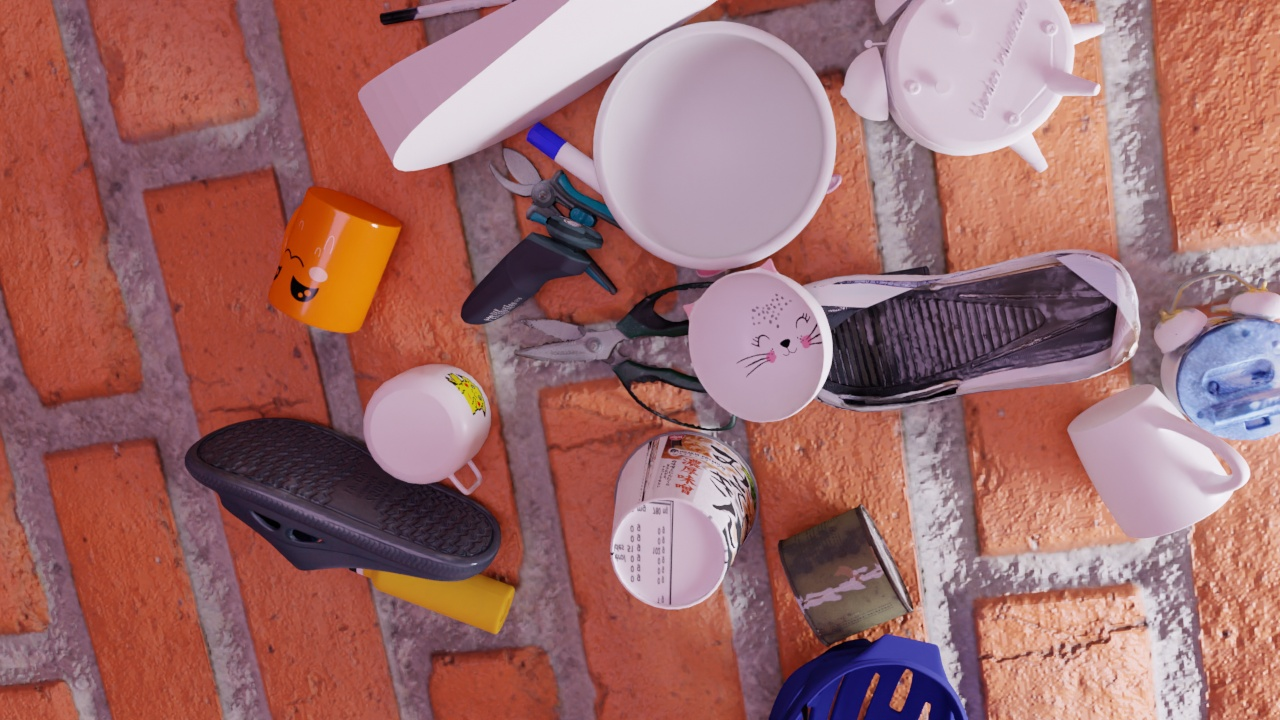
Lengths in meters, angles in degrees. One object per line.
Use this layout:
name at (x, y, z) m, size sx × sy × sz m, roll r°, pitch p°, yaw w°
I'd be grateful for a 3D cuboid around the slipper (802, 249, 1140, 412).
slipper at (0.224, -0.023, 0.685) m, size 0.264 × 0.063 × 0.111 m, roll -9°, pitch 99°, yaw 33°

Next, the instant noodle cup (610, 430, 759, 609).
instant noodle cup at (0.029, 0.129, 0.720) m, size 0.124 × 0.121 × 0.124 m, roll 2°, pitch 100°, yaw 9°

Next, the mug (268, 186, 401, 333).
mug at (-0.262, -0.090, 0.761) m, size 0.113 × 0.077 × 0.096 m, roll 35°, pitch 105°, yaw 34°

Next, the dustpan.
dustpan at (-0.080, -0.215, 0.633) m, size 0.258 × 0.191 × 0.053 m, roll -24°, pitch 96°, yaw 37°

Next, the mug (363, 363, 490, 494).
mug at (-0.172, 0.061, 0.768) m, size 0.094 × 0.068 × 0.115 m, roll -34°, pitch 93°, yaw 13°

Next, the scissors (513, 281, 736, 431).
scissors at (-0.008, 0.010, 0.761) m, size 0.210 × 0.015 × 0.137 m, roll -6°, pitch 100°, yaw 10°

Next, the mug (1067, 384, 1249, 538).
mug at (0.375, 0.068, 0.660) m, size 0.080 × 0.114 × 0.087 m, roll -32°, pitch 87°, yaw -20°

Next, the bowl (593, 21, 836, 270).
bowl at (0.056, -0.158, 0.693) m, size 0.177 × 0.066 × 0.177 m, roll 2°, pitch 100°, yaw 9°

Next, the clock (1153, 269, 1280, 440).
clock at (0.428, -0.004, 0.667) m, size 0.089 × 0.052 × 0.125 m, roll -16°, pitch 97°, yaw 12°

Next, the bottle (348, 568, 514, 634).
bottle at (-0.185, 0.195, 0.807) m, size 0.144 × 0.043 × 0.043 m, roll 19°, pitch 102°, yaw 6°

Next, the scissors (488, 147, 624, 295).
scissors at (-0.053, -0.115, 0.744) m, size 0.155 × 0.019 × 0.126 m, roll -2°, pitch 98°, yaw 11°

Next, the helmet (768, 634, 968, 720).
helmet at (0.172, 0.324, 0.678) m, size 0.148 × 0.227 × 0.242 m, roll 12°, pitch 105°, yaw -2°

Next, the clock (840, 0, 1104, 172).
clock at (0.235, -0.212, 0.651) m, size 0.161 × 0.072 × 0.125 m, roll 20°, pitch 102°, yaw 5°

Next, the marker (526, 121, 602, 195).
marker at (-0.029, -0.142, 0.734) m, size 0.141 × 0.020 × 0.020 m, roll 36°, pitch 103°, yaw 2°

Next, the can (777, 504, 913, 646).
can at (0.160, 0.169, 0.722) m, size 0.075 × 0.089 × 0.090 m, roll -28°, pitch 94°, yaw 13°

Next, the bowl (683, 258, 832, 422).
bowl at (0.098, -0.015, 0.698) m, size 0.115 × 0.050 × 0.115 m, roll 10°, pitch 108°, yaw 34°

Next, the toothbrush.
toothbrush at (0.100, -0.106, 0.721) m, size 0.135 × 0.016 × 0.021 m, roll -34°, pitch 92°, yaw 13°

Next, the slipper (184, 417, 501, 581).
slipper at (-0.252, 0.131, 0.786) m, size 0.268 × 0.110 × 0.083 m, roll 22°, pitch 119°, yaw 0°

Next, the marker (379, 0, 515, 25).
marker at (-0.137, -0.284, 0.731) m, size 0.152 × 0.011 × 0.011 m, roll -6°, pitch 99°, yaw 11°

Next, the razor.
razor at (-0.093, -0.068, 0.738) m, size 0.143 × 0.047 × 0.052 m, roll -35°, pitch 67°, yaw 28°
